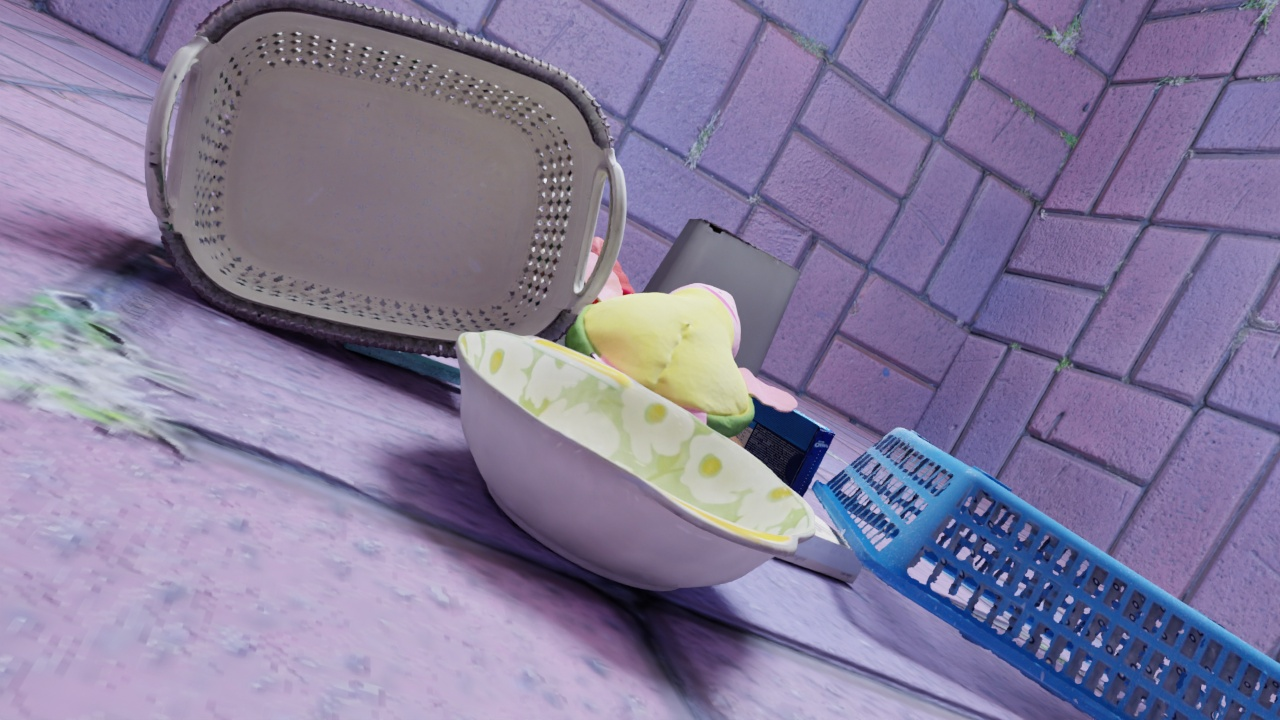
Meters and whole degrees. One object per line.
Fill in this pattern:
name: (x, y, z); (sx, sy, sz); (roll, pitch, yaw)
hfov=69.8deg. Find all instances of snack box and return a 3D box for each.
snack box: (0.099, 0.068, 0.819); (0.027, 0.082, 0.150); (22, 8, -39)
snack box: (0.090, 0.108, 0.675); (0.082, 0.026, 0.150); (25, 5, -30)

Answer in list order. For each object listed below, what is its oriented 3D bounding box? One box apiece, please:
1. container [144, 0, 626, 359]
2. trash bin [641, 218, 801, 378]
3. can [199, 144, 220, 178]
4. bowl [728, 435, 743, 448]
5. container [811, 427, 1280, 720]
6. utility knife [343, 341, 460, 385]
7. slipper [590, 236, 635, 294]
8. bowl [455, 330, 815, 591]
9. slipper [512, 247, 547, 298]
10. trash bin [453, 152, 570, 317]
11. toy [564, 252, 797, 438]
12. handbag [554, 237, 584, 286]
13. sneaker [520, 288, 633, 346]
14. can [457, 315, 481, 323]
container: (-0.149, -0.102, 0.556); (0.251, 0.185, 0.143); (10, 3, -21)
trash bin: (0.085, -0.057, 1.225); (0.197, 0.220, 0.197); (27, 5, -9)
can: (-0.386, -0.181, 0.918); (0.138, 0.054, 0.054); (29, 5, 16)
bowl: (0.028, 0.053, 0.680); (0.102, 0.026, 0.114); (17, 17, 26)
container: (0.311, 0.175, 0.653); (0.362, 0.089, 0.257); (32, 5, 0)
utility knife: (-0.122, 0.008, 0.596); (0.147, 0.015, 0.022); (21, 8, -33)
slipper: (0.018, -0.035, 0.993); (0.248, 0.059, 0.103); (60, 12, 4)
bowl: (-0.012, 0.054, 0.440); (0.188, 0.060, 0.219); (24, 10, -28)
slipper: (-0.118, -0.104, 0.917); (0.114, 0.054, 0.272); (46, 20, -42)
trash bin: (-0.175, -0.117, 0.730); (0.183, 0.156, 0.156); (8, 18, -47)
toy: (0.020, -0.002, 0.646); (0.190, 0.088, 0.237); (31, 25, 1)
handbag: (-0.106, -0.081, 1.043); (0.192, 0.119, 0.121); (36, 8, 6)
sneaker: (-0.022, -0.003, 0.753); (0.090, 0.104, 0.236); (32, 6, 40)
can: (-0.190, -0.077, 0.894); (0.055, 0.055, 0.102); (23, 7, -46)
